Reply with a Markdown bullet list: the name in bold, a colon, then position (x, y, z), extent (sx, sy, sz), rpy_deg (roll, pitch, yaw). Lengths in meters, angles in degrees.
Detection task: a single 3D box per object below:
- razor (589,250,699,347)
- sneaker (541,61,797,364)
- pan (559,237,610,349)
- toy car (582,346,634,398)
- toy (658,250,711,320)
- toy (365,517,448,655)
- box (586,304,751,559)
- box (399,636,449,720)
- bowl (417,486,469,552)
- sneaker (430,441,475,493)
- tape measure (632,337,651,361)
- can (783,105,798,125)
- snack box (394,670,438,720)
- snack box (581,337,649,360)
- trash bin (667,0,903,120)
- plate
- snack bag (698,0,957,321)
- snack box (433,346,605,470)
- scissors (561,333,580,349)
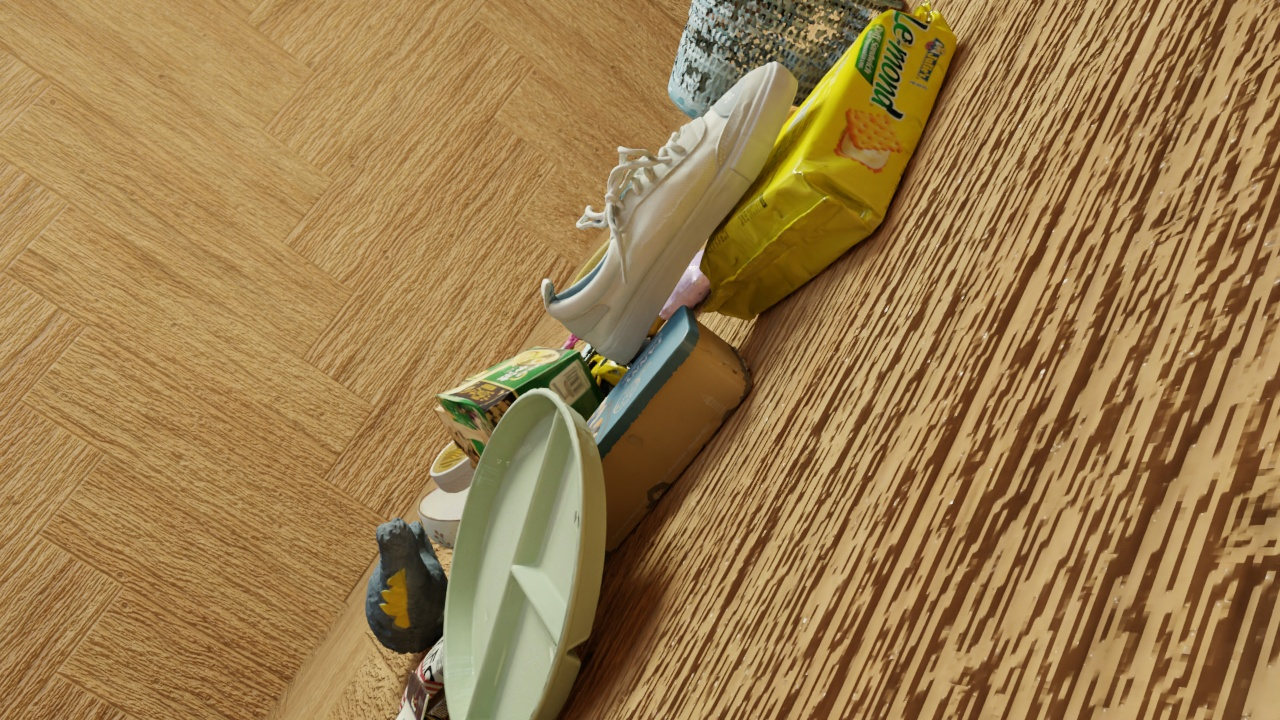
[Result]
- **razor**: position (0.017, -0.057, 0.961), extent (0.062, 0.067, 0.167), rpy_deg (9, 50, 48)
- **sneaker**: position (0.014, -0.117, 0.659), extent (0.242, 0.090, 0.089), rpy_deg (-56, 12, 13)
- **pan**: position (-0.065, -0.040, 1.175), extent (0.357, 0.078, 0.197), rpy_deg (-47, -9, -1)
- **toy car**: position (-0.015, 0.021, 0.774), extent (0.041, 0.071, 0.156), rpy_deg (-54, 10, -10)
- **toy**: position (0.051, -0.077, 0.894), extent (0.083, 0.039, 0.108), rpy_deg (-47, -2, -34)
- **toy**: position (-0.253, 0.244, 0.989), extent (0.091, 0.137, 0.357), rpy_deg (-12, -10, -16)
- **box**: position (0.005, 0.045, 0.634), extent (0.184, 0.062, 0.089), rpy_deg (-54, 10, 12)
- **box**: position (-0.148, 0.234, 0.720), extent (0.165, 0.060, 0.071), rpy_deg (-47, 29, 35)
- **bowl**: position (-0.186, 0.178, 1.016), extent (0.113, 0.113, 0.062), rpy_deg (-88, -7, -73)
- **sneaker**: position (-0.123, 0.094, 0.998), extent (0.119, 0.088, 0.240), rpy_deg (-17, 11, 37)
- **tape measure**: position (-0.005, 0.005, 0.875), extent (0.057, 0.039, 0.057), rpy_deg (-57, 10, -15)
- **can**: position (0.141, -0.216, 0.885), extent (0.058, 0.058, 0.146), rpy_deg (-52, 10, 15)
- **snack box**: position (-0.166, 0.288, 0.627), extent (0.125, 0.053, 0.113), rpy_deg (-57, 11, -18)
- **snack box**: position (-0.023, -0.026, 1.027), extent (0.074, 0.051, 0.174), rpy_deg (-47, 11, 50)
- **trash bin**: position (0.135, -0.346, 0.993), extent (0.226, 0.226, 0.196), rpy_deg (-71, 7, -59)
- **plate**: position (-0.077, 0.132, 0.583), extent (0.231, 0.027, 0.229), rpy_deg (-42, 40, 49)
- **snack bag**: position (0.134, -0.150, 0.671), extent (0.245, 0.068, 0.158), rpy_deg (-59, 11, -32)
- **snack box**: position (-0.086, 0.048, 0.745), extent (0.105, 0.118, 0.118), rpy_deg (-39, 23, -24)
- **scissors**: position (-0.092, -0.006, 1.057), extent (0.133, 0.017, 0.133), rpy_deg (-49, 18, -3)
